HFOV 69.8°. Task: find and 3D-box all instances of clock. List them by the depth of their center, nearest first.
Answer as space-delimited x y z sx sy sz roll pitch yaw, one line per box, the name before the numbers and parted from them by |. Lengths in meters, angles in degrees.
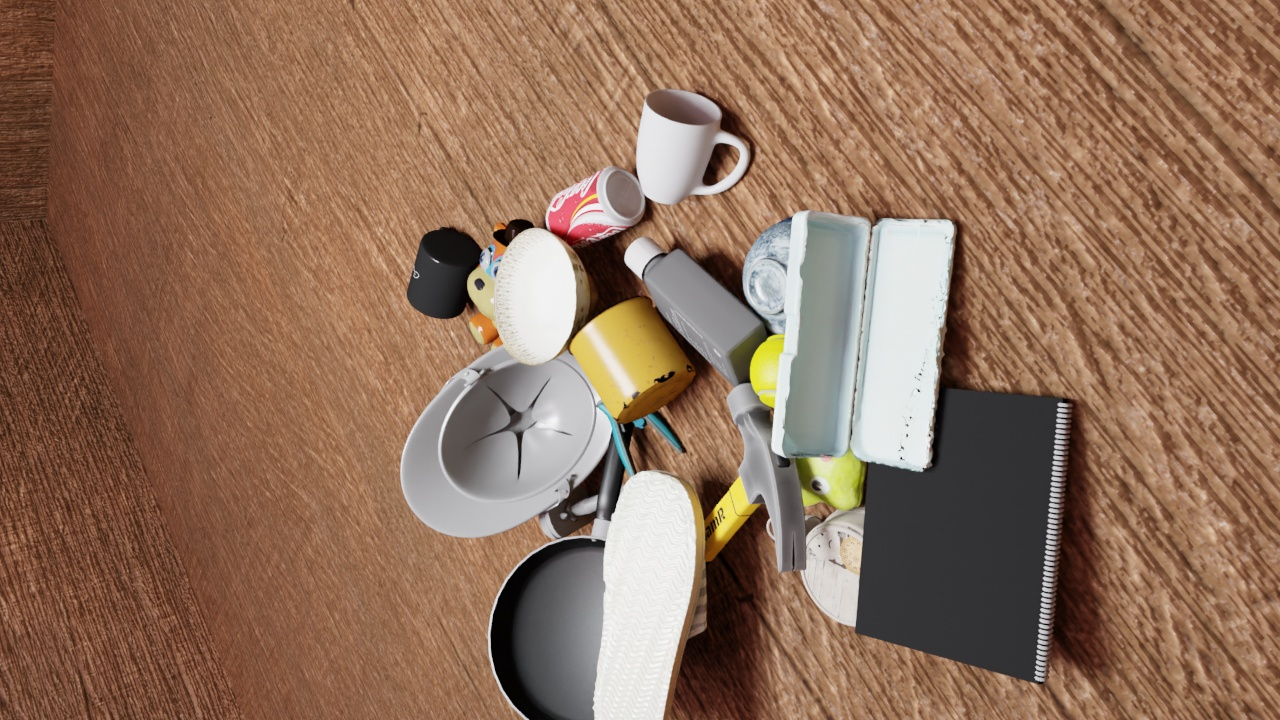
clock | 0.173 0.177 0.814 0.157 0.061 0.103 20 114 41

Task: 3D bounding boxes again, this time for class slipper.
slipper | 0.009 0.245 0.908 0.115 0.054 0.272 7 89 36

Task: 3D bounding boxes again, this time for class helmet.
helmet | -0.148 0.082 1.069 0.183 0.271 0.118 51 177 -6

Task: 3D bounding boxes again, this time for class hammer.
hammer | 0.073 0.176 0.906 0.325 0.034 0.169 118 145 -49

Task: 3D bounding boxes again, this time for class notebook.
notebook | 0.244 0.126 0.707 0.149 0.016 0.206 5 91 40

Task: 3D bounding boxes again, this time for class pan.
pan | -0.045 0.219 0.991 0.204 0.044 0.355 8 76 15

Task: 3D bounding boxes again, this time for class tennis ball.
tennis ball | 0.126 0.010 0.779 0.065 0.065 0.065 16 113 44

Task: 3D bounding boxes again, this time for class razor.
razor | -0.046 0.162 1.053 0.116 0.088 0.047 -22 87 29

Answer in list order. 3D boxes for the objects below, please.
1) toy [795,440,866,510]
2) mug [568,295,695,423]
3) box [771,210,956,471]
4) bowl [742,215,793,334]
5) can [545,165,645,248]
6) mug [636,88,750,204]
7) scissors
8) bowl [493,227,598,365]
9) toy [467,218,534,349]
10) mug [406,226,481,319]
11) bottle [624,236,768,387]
toy | 0.156 0.074 0.816 0.092 0.043 0.118 -4 96 52
mug | -0.005 0.006 0.943 0.094 0.100 0.124 57 176 17
box | 0.173 -0.016 0.722 0.126 0.074 0.197 6 95 25
bowl | 0.129 -0.067 0.793 0.114 0.060 0.114 16 113 43
can | -0.049 -0.158 0.957 0.105 0.064 0.064 -15 90 49
mug | 0.047 -0.189 0.852 0.107 0.071 0.090 23 131 11
scissors | -0.012 0.064 0.993 0.156 0.019 0.124 16 80 17
bowl | -0.092 -0.067 0.981 0.145 0.063 0.145 1 91 47
toy | -0.153 -0.082 1.082 0.112 0.096 0.176 42 118 41
mug | -0.258 -0.124 1.197 0.113 0.078 0.088 -107 34 -44
bottle | 0.049 -0.055 0.866 0.174 0.046 0.084 47 174 30
